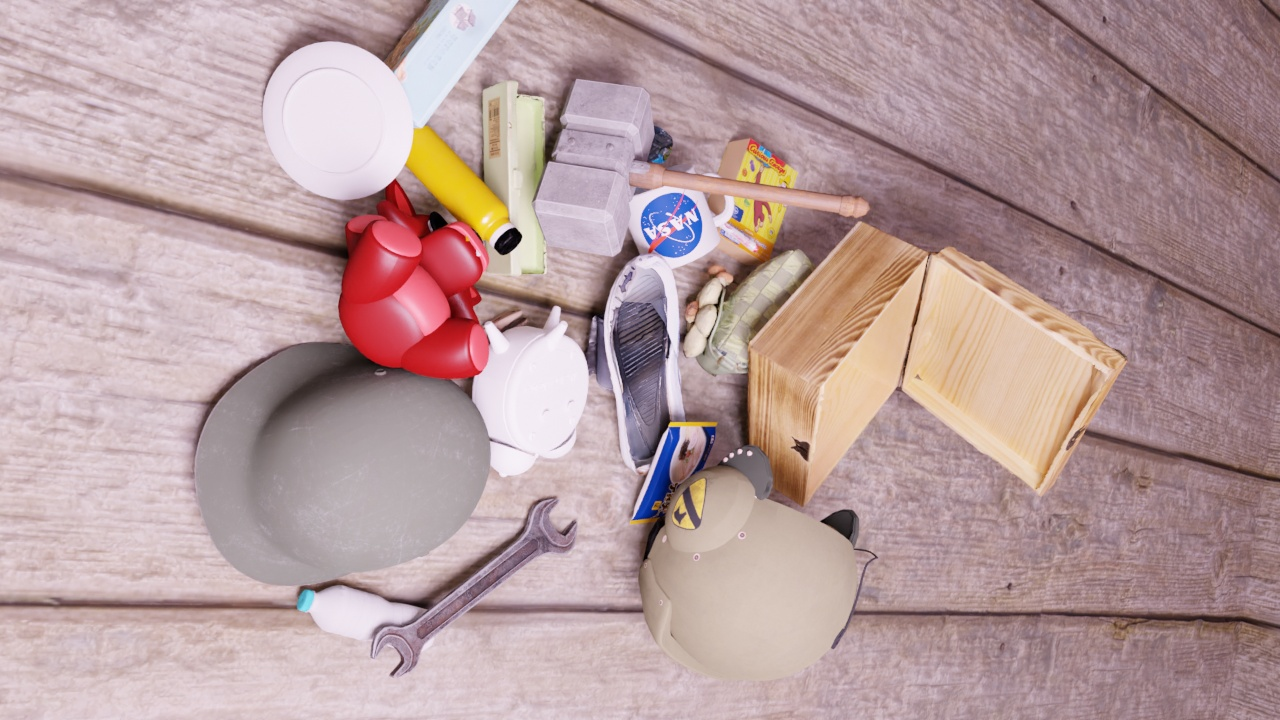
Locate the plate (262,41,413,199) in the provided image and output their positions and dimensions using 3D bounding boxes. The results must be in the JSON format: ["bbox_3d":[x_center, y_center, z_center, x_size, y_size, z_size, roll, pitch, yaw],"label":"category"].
[{"bbox_3d":[-0.268,-0.208,0.805,0.134,0.011,0.135,1,107,3],"label":"plate"}]

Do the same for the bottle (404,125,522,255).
[{"bbox_3d":[-0.169,-0.158,0.867,0.043,0.043,0.143,-38,78,-27],"label":"bottle"}]

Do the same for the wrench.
[{"bbox_3d":[-0.161,0.228,0.942,0.272,0.010,0.070,-33,109,-42],"label":"wrench"}]

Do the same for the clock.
[{"bbox_3d":[-0.105,0.033,0.939,0.125,0.073,0.161,-19,116,-52],"label":"clock"}]

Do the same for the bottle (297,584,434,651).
[{"bbox_3d":[-0.263,0.247,0.884,0.136,0.044,0.044,29,78,-34],"label":"bottle"}]

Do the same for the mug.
[{"bbox_3d":[0.046,-0.166,1.028,0.121,0.091,0.090,-22,111,4],"label":"mug"}]

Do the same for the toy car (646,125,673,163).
[{"bbox_3d":[-0.008,-0.222,1.025,0.105,0.048,0.032,-43,162,-23],"label":"toy car"}]

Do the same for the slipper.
[{"bbox_3d":[-0.006,0.006,1.039,0.111,0.063,0.264,-28,123,-32],"label":"slipper"}]

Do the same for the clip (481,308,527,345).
[{"bbox_3d":[-0.148,-0.036,0.955,0.049,0.026,0.061,29,85,-30],"label":"clip"}]

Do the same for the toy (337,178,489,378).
[{"bbox_3d":[-0.196,-0.076,0.830,0.121,0.196,0.158,-29,115,16],"label":"toy"}]

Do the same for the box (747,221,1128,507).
[{"bbox_3d":[0.337,0.044,1.068,0.285,0.336,0.280,-48,151,-25],"label":"box"}]

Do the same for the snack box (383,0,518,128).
[{"bbox_3d":[-0.185,-0.297,0.856,0.053,0.075,0.174,39,81,-33],"label":"snack box"}]

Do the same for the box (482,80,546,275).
[{"bbox_3d":[-0.117,-0.179,0.929,0.082,0.098,0.188,-5,100,-35],"label":"box"}]

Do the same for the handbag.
[{"bbox_3d":[0.121,-0.065,1.087,0.117,0.113,0.186,39,82,-3],"label":"handbag"}]

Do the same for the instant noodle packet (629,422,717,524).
[{"bbox_3d":[0.039,0.132,1.080,0.087,0.026,0.134,4,113,-47],"label":"instant noodle packet"}]

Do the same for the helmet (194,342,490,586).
[{"bbox_3d":[-0.231,0.093,0.827,0.267,0.154,0.227,-24,109,-48],"label":"helmet"}]

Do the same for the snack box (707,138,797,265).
[{"bbox_3d":[0.132,-0.193,1.129,0.088,0.040,0.125,25,80,-35],"label":"snack box"}]

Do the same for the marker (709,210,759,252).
[{"bbox_3d":[0.081,-0.171,1.072,0.142,0.013,0.012,36,72,-4],"label":"marker"}]

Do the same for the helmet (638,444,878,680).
[{"bbox_3d":[0.109,0.232,1.008,0.250,0.256,0.232,34,72,-32],"label":"helmet"}]

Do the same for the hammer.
[{"bbox_3d":[0.068,-0.177,0.919,0.083,0.318,0.162,76,27,-66],"label":"hammer"}]
